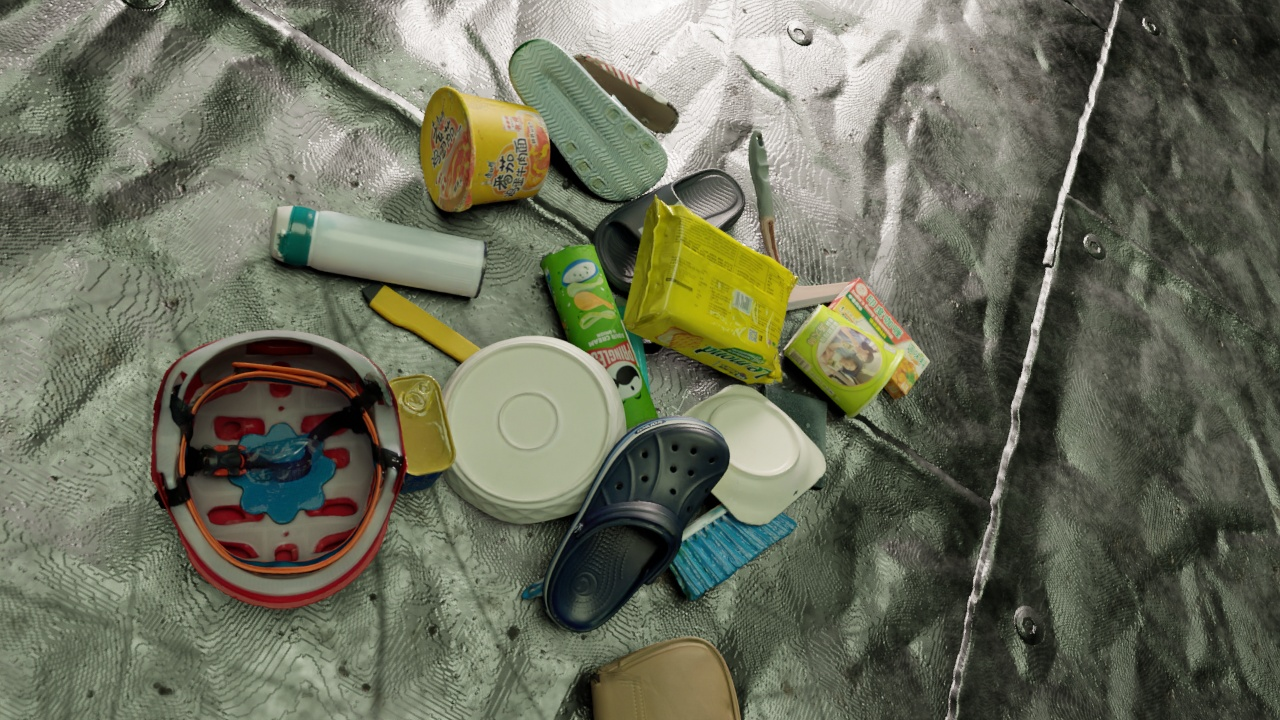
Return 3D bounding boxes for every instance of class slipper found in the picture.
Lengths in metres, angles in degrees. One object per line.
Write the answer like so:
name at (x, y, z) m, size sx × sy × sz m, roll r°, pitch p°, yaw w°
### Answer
slipper at (-0.069, -0.297, 1.142) m, size 0.245 × 0.104 × 0.074 m, roll 43°, pitch 11°, yaw -29°
slipper at (-0.007, 0.161, 0.909) m, size 0.105 × 0.095 × 0.252 m, roll 39°, pitch 86°, yaw -17°
slipper at (0.048, -0.187, 1.169) m, size 0.267 × 0.084 × 0.110 m, roll -37°, pitch 84°, yaw -34°

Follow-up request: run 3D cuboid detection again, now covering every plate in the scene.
plate at (0.128, 0.097, 1.069) m, size 0.163 × 0.034 × 0.164 m, roll -32°, pitch 65°, yaw -36°
plate at (-0.117, 0.067, 0.965) m, size 0.205 × 0.046 × 0.204 m, roll 1°, pitch 75°, yaw -4°

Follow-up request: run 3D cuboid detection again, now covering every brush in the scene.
brush at (0.028, 0.219, 1.003) m, size 0.313 × 0.061 × 0.109 m, roll -27°, pitch 76°, yaw -29°

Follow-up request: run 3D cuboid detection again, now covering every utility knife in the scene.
utility knife at (-0.219, -0.023, 1.012) m, size 0.202 × 0.015 × 0.033 m, roll 34°, pitch 58°, yaw -7°
utility knife at (-0.007, 0.006, 1.099) m, size 0.029 × 0.013 × 0.182 m, roll -1°, pitch 67°, yaw -21°

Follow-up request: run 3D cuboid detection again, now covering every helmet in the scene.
helmet at (-0.327, 0.098, 0.840) m, size 0.206 × 0.144 × 0.240 m, roll -3°, pitch 84°, yaw -22°

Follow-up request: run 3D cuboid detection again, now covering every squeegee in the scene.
squeegee at (0.177, -0.187, 1.238) m, size 0.247 × 0.040 × 0.249 m, roll -11°, pitch 89°, yaw -32°

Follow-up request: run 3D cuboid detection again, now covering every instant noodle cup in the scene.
instant noodle cup at (0.254, -0.006, 1.174) m, size 0.123 × 0.112 × 0.111 m, roll 39°, pitch 58°, yaw 4°
instant noodle cup at (-0.178, -0.243, 1.065) m, size 0.109 × 0.138 × 0.138 m, roll -7°, pitch 71°, yaw -36°

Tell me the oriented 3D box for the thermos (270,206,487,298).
thermos at (-0.284, -0.120, 0.998) m, size 0.224 × 0.073 × 0.073 m, roll 9°, pitch 65°, yaw -20°

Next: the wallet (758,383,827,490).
wallet at (0.190, 0.095, 1.148) m, size 0.097 × 0.019 × 0.120 m, roll 16°, pitch 64°, yaw -19°

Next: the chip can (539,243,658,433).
chip can at (-0.047, -0.019, 1.058) m, size 0.072 × 0.072 × 0.236 m, roll -12°, pitch 73°, yaw -28°

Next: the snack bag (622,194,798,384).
snack bag at (0.093, -0.076, 1.094) m, size 0.246 × 0.068 × 0.157 m, roll 23°, pitch 71°, yaw -34°

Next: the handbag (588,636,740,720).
handbag at (0.026, 0.382, 0.904) m, size 0.147 × 0.100 × 0.204 m, roll 0°, pitch 68°, yaw -16°

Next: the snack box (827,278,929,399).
snack box at (0.321, -0.029, 1.248) m, size 0.156 × 0.027 × 0.076 m, roll 48°, pitch 58°, yaw -6°

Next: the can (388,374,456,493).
can at (-0.230, 0.076, 0.924) m, size 0.057 × 0.083 × 0.102 m, roll -9°, pitch 72°, yaw -28°

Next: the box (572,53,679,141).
box at (-0.035, -0.323, 1.196) m, size 0.162 × 0.076 × 0.086 m, roll 27°, pitch 72°, yaw -12°
